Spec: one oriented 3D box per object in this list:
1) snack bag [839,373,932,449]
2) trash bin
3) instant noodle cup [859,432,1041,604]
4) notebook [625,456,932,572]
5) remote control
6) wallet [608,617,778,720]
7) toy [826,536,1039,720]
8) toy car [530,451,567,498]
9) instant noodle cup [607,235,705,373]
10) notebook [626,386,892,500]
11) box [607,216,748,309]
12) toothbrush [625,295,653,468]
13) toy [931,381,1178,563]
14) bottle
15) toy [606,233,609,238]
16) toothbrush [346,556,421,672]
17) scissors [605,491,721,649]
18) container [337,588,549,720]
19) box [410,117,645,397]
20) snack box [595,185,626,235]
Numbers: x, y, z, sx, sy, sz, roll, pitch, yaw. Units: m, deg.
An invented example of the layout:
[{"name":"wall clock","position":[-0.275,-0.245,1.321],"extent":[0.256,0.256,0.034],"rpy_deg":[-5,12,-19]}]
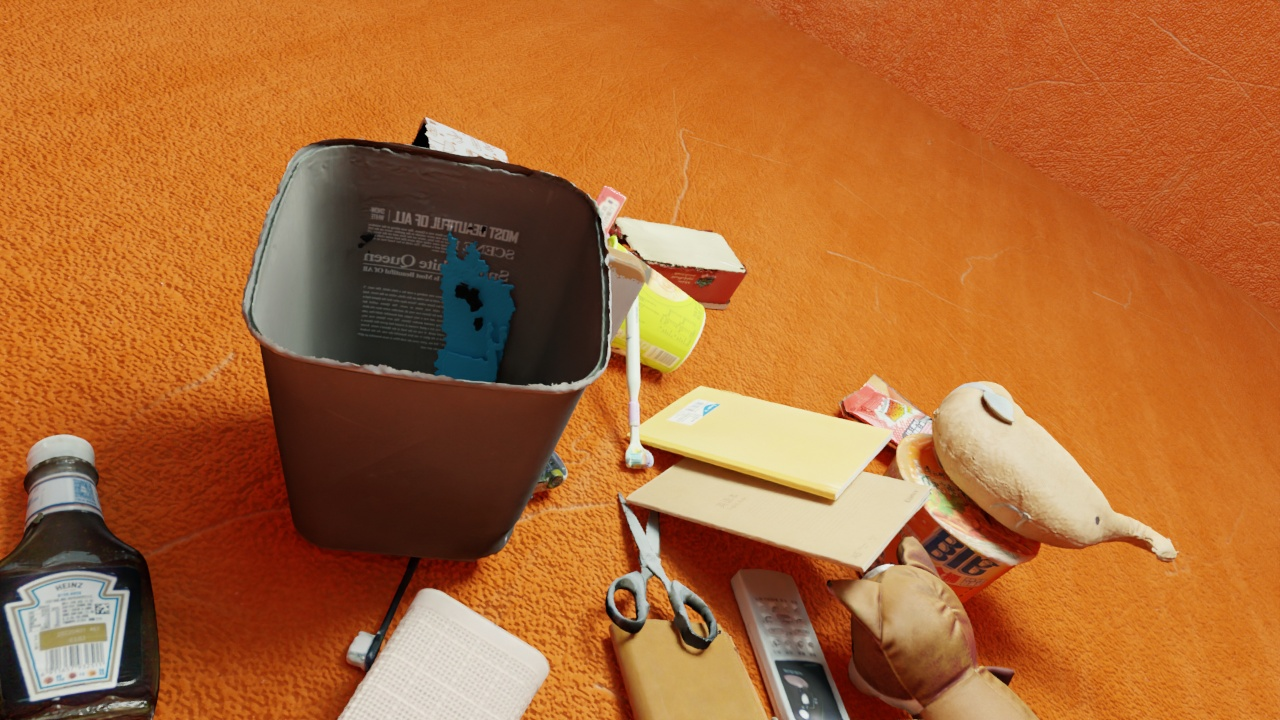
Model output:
[{"name":"snack bag","position":[0.325,0.094,1.032],"extent":[0.208,0.073,0.128],"rpy_deg":[36,29,19]},{"name":"trash bin","position":[-0.140,0.005,0.602],"extent":[0.199,0.220,0.198],"rpy_deg":[8,46,-13]},{"name":"instant noodle cup","position":[0.272,0.159,0.853],"extent":[0.151,0.112,0.151],"rpy_deg":[20,34,-15]},{"name":"notebook","position":[0.116,0.115,0.771],"extent":[0.212,0.012,0.149],"rpy_deg":[11,22,33]},{"name":"remote control","position":[0.117,0.229,0.723],"extent":[0.058,0.021,0.149],"rpy_deg":[12,36,-26]},{"name":"wallet","position":[0.041,0.240,0.639],"extent":[0.107,0.031,0.131],"rpy_deg":[11,34,-28]},{"name":"toy","position":[0.220,0.243,0.702],"extent":[0.139,0.131,0.199],"rpy_deg":[-14,74,-49]},{"name":"toy car","position":[-0.101,0.090,0.728],"extent":[0.090,0.035,0.042],"rpy_deg":[-5,48,-40]},{"name":"instant noodle cup","position":[-0.004,-0.049,0.933],"extent":[0.123,0.112,0.111],"rpy_deg":[29,32,-17]},{"name":"notebook","position":[0.111,0.069,0.852],"extent":[0.206,0.010,0.145],"rpy_deg":[13,24,30]},{"name":"box","position":[0.040,-0.120,1.079],"extent":[0.168,0.077,0.091],"rpy_deg":[3,43,-36]},{"name":"toothbrush","position":[-0.005,0.005,0.844],"extent":[0.029,0.020,0.189],"rpy_deg":[9,70,-33]},{"name":"toy","position":[0.353,0.110,0.803],"extent":[0.226,0.083,0.143],"rpy_deg":[46,44,19]},{"name":"bottle","position":[-0.318,0.123,0.511],"extent":[0.079,0.044,0.194],"rpy_deg":[2,42,-37]},{"name":"toy","position":[-0.111,-0.151,0.984],"extent":[0.178,0.075,0.194],"rpy_deg":[10,16,-17]},{"name":"toothbrush","position":[-0.160,0.139,0.636],"extent":[0.018,0.016,0.180],"rpy_deg":[19,34,-1]},{"name":"scissors","position":[0.006,0.158,0.713],"extent":[0.163,0.014,0.165],"rpy_deg":[38,27,27]},{"name":"container","position":[-0.122,0.208,0.510],"extent":[0.090,0.090,0.110],"rpy_deg":[31,37,1]},{"name":"box","position":[-0.131,-0.078,0.798],"extent":[0.205,0.181,0.157],"rpy_deg":[18,30,-23]},{"name":"snack box","position":[-0.062,-0.089,0.881],"extent":[0.025,0.152,0.075],"rpy_deg":[28,-8,-6]}]
